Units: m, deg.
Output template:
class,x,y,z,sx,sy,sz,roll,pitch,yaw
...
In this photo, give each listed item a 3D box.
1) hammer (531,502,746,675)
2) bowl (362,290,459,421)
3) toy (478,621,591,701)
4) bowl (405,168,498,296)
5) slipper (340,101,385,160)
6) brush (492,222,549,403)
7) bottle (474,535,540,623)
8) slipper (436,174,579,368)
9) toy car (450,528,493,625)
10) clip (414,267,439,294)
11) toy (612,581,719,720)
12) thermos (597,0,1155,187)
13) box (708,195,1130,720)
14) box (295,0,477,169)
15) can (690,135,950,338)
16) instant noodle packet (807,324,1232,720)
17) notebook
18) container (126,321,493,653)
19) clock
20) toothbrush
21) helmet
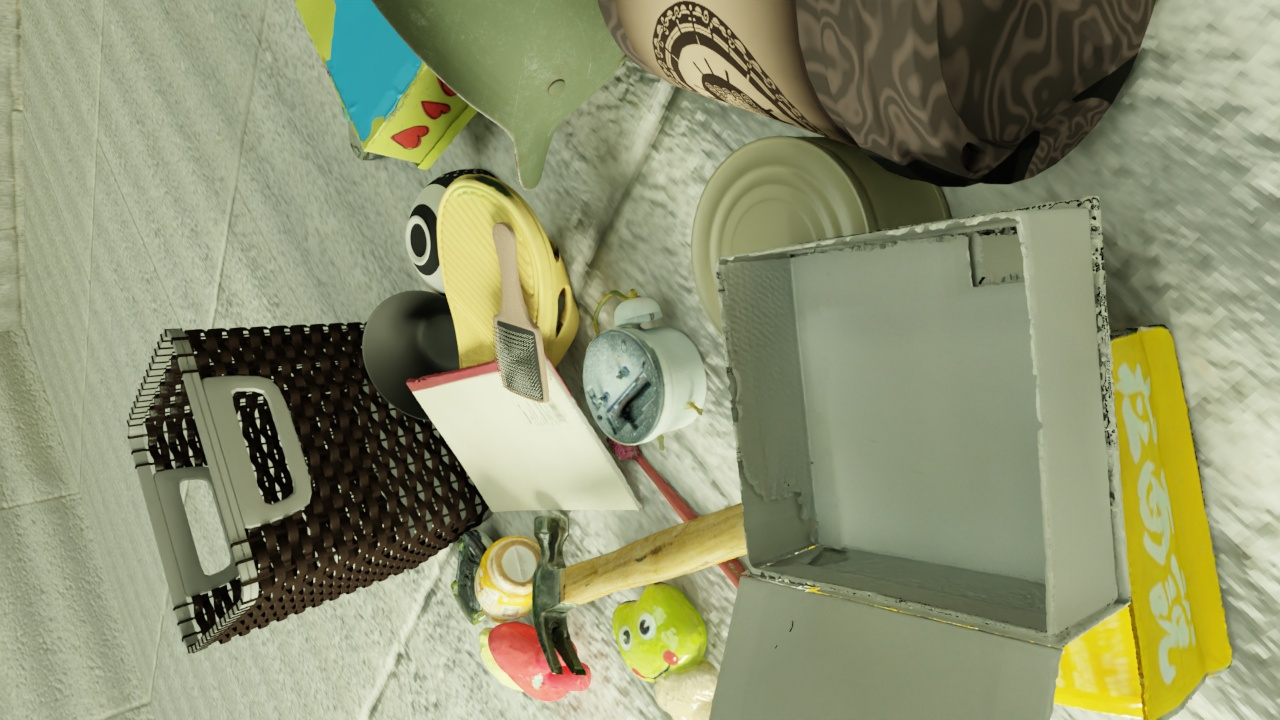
class,x,y,z,sx,sy,sz,roll,pitch,yaw
hammer,0.006,0.143,0.649,0.332,0.033,0.132,-33,50,50
bowl,-0.188,-0.011,0.849,0.124,0.052,0.124,4,110,11
toy,-0.095,0.266,0.813,0.091,0.045,0.135,49,141,-17
bowl,-0.167,-0.108,0.809,0.120,0.066,0.120,14,108,47
slipper,-0.236,-0.278,0.862,0.270,0.054,0.098,-26,76,47
brush,-0.093,-0.032,0.656,0.050,0.015,0.136,18,123,38
bottle,-0.119,0.203,0.827,0.063,0.063,0.109,59,148,22
slipper,-0.097,-0.037,0.735,0.099,0.078,0.264,30,139,21
toy car,-0.158,0.211,0.896,0.048,0.033,0.106,42,132,33
clip,-0.189,-0.086,0.875,0.061,0.025,0.045,48,132,22
toy,0.024,0.226,0.682,0.092,0.043,0.117,-45,66,43
thermos,0.091,-0.184,0.430,0.226,0.172,0.173,31,121,48
box,0.100,0.144,0.390,0.166,0.108,0.418,-2,83,52
box,-0.211,-0.284,0.773,0.125,0.079,0.221,-43,67,29
can,0.097,-0.061,0.512,0.128,0.073,0.128,14,108,47
instant noodle packet,0.161,0.076,0.477,0.222,0.084,0.163,-9,92,55
notebook,-0.105,0.067,0.768,0.209,0.012,0.153,-10,116,48
container,-0.325,0.109,0.902,0.246,0.243,0.247,-37,70,46
clock,-0.004,0.004,0.655,0.083,0.057,0.117,-48,63,44
toothbrush,0.033,0.117,0.667,0.190,0.016,0.016,47,129,32
helmet,-0.081,-0.244,0.576,0.154,0.267,0.227,-33,100,18
